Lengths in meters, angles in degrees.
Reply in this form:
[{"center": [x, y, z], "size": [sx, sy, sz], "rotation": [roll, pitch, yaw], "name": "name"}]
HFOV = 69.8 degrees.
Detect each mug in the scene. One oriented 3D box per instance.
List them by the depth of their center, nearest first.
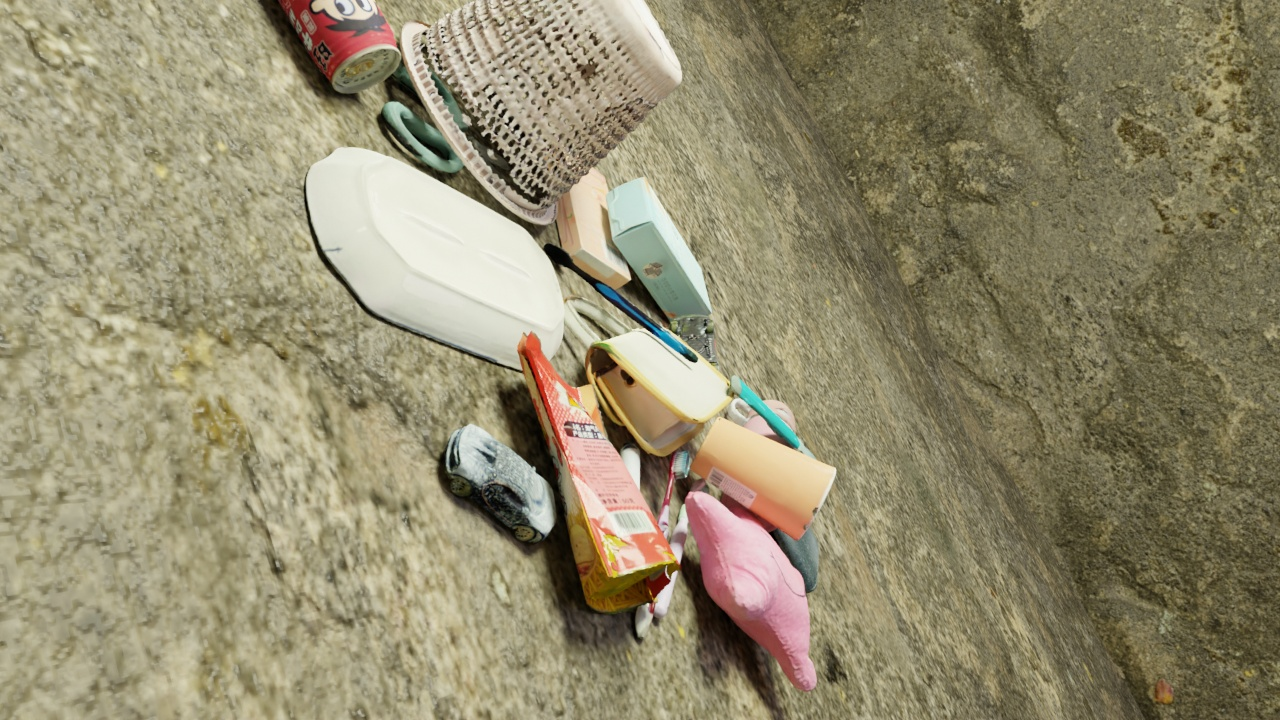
[{"center": [0.113, 0.108, 0.872], "size": [0.123, 0.078, 0.078], "rotation": [28, 24, 7], "name": "mug"}]

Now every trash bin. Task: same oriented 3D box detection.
[{"center": [-0.077, -0.272, 0.860], "size": [0.227, 0.192, 0.227], "rotation": [51, 18, -25], "name": "trash bin"}]

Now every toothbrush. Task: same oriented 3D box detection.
[{"center": [0.020, 0.148, 0.767], "size": [0.016, 0.017, 0.187], "rotation": [57, 33, -34], "name": "toothbrush"}, {"center": [0.036, 0.164, 0.815], "size": [0.021, 0.029, 0.188], "rotation": [16, 28, 7], "name": "toothbrush"}, {"center": [-0.019, -0.057, 0.899], "size": [0.189, 0.014, 0.016], "rotation": [37, 11, 4], "name": "toothbrush"}]

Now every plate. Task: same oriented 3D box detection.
[{"center": [-0.145, -0.083, 0.735], "size": [0.265, 0.034, 0.162], "rotation": [25, 40, -51], "name": "plate"}]

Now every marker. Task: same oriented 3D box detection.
[{"center": [-0.010, 0.120, 0.779], "size": [0.022, 0.018, 0.130], "rotation": [33, 34, -27], "name": "marker"}]

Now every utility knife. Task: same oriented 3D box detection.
[{"center": [0.145, 0.070, 0.973], "size": [0.209, 0.013, 0.029], "rotation": [41, 28, -42], "name": "utility knife"}]

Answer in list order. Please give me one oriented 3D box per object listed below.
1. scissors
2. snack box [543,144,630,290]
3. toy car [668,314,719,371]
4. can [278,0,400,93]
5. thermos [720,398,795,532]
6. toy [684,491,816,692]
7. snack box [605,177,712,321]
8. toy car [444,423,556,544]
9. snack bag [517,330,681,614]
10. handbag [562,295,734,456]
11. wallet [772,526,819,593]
[{"center": [-0.176, -0.201, 0.832], "size": [0.177, 0.019, 0.169], "rotation": [47, 25, -30], "name": "scissors"}, {"center": [-0.059, -0.157, 0.993], "size": [0.084, 0.026, 0.157], "rotation": [30, 37, -48], "name": "snack box"}, {"center": [0.058, -0.002, 1.008], "size": [0.045, 0.053, 0.120], "rotation": [90, 0, -47], "name": "toy car"}, {"center": [-0.239, -0.269, 0.729], "size": [0.094, 0.067, 0.066], "rotation": [60, 24, 1], "name": "can"}, {"center": [0.126, 0.104, 1.007], "size": [0.087, 0.067, 0.198], "rotation": [32, 28, -3], "name": "thermos"}, {"center": [0.097, 0.187, 0.832], "size": [0.194, 0.075, 0.178], "rotation": [53, 12, -30], "name": "toy"}, {"center": [0.022, -0.118, 1.033], "size": [0.175, 0.052, 0.074], "rotation": [51, 23, -47], "name": "snack box"}, {"center": [-0.094, 0.086, 0.643], "size": [0.105, 0.031, 0.048], "rotation": [45, 30, -31], "name": "toy car"}, {"center": [-0.038, 0.084, 0.712], "size": [0.128, 0.073, 0.207], "rotation": [45, 18, -59], "name": "snack bag"}, {"center": [-0.005, 0.005, 0.883], "size": [0.179, 0.063, 0.163], "rotation": [44, 20, 9], "name": "handbag"}, {"center": [0.172, 0.190, 1.026], "size": [0.097, 0.019, 0.120], "rotation": [64, 18, -8], "name": "wallet"}]
